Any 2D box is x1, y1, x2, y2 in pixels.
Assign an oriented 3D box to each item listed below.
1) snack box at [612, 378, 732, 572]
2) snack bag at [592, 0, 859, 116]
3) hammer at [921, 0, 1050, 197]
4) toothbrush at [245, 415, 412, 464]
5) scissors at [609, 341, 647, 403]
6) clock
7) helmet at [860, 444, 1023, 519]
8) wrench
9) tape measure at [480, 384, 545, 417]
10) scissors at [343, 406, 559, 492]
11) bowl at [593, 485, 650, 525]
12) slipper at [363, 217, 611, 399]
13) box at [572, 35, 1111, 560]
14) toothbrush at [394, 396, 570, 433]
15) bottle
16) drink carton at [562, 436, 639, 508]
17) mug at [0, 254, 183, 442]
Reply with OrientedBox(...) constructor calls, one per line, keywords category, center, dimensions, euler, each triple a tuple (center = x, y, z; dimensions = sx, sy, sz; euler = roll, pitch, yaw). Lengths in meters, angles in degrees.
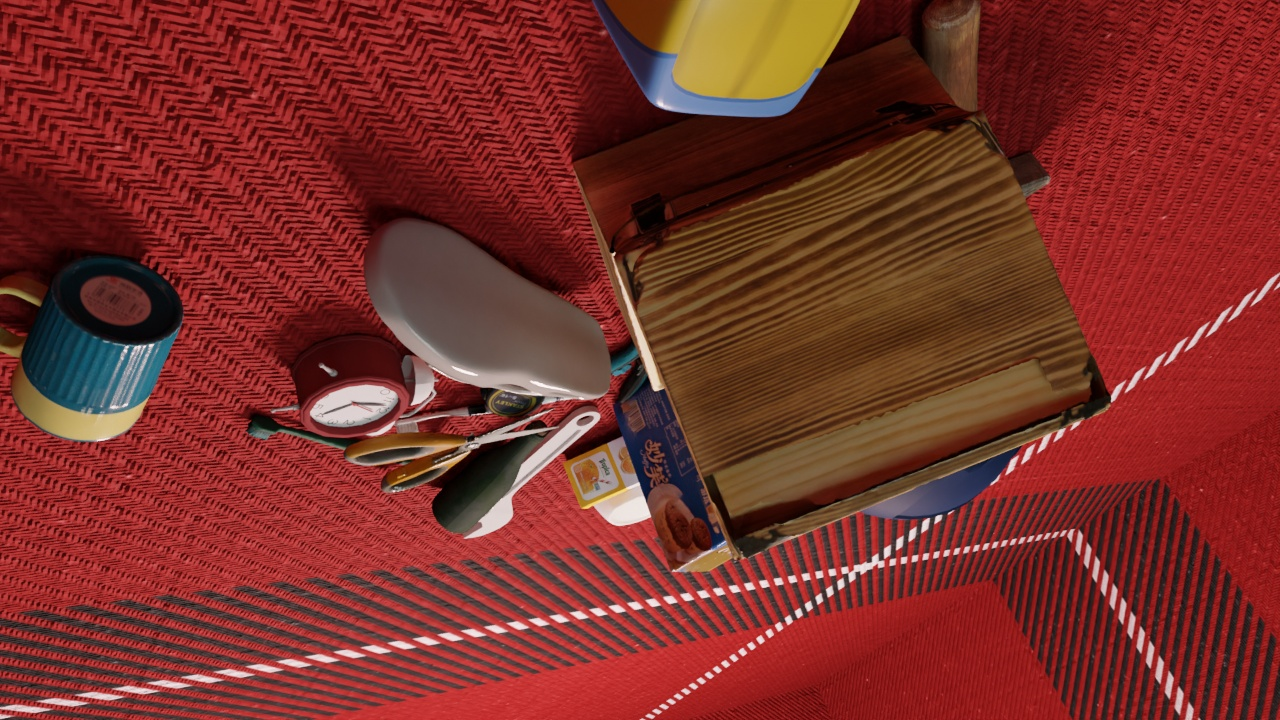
OrientedBox(category="snack box", center=(0.073, 0.099, 0.969), dimensions=(0.155, 0.202, 0.069), euler=(-37, 148, 29))
OrientedBox(category="snack bag", center=(0.051, -0.246, 0.435), dimensions=(0.102, 0.159, 0.206), euler=(-5, 145, -27))
OrientedBox(category="hammer", center=(0.275, -0.201, 0.787), dimensions=(0.158, 0.037, 0.301), euler=(-27, 151, 8))
OrientedBox(category="toothbrush", center=(-0.295, 0.081, 0.884), dimensions=(0.017, 0.016, 0.189), euler=(-37, 148, 19))
OrientedBox(category="scissors", center=(-0.007, 0.006, 0.955), dimensions=(0.154, 0.019, 0.124), euler=(-22, 151, 2))
OrientedBox(category="clock", center=(-0.241, 0.026, 0.797), dimensions=(0.096, 0.048, 0.137), euler=(-37, 147, 24))
OrientedBox(category="helmet", center=(0.268, 0.026, 0.892), dimensions=(0.272, 0.232, 0.223), euler=(-46, 170, -2))
OrientedBox(category="wrench", center=(-0.135, 0.136, 1.085), dimensions=(0.274, 0.018, 0.086), euler=(-41, 146, 27))
OrientedBox(category="tape measure", center=(-0.124, 0.027, 0.893), dimensions=(0.061, 0.034, 0.061), euler=(19, 128, -34))
OrientedBox(category="scissors", center=(-0.190, 0.084, 0.901), dimensions=(0.226, 0.016, 0.216), euler=(-25, 160, 18))
OrientedBox(category="bowl", center=(-0.012, 0.160, 1.157), dimensions=(0.116, 0.065, 0.116), euler=(-17, 151, -10))
OrientedBox(category="slipper", center=(-0.130, -0.024, 0.747), dimensions=(0.081, 0.112, 0.265), euler=(-17, 157, 33))
OrientedBox(category="box", center=(0.137, -0.037, 0.685), dimensions=(0.279, 0.323, 0.284), euler=(-20, 149, -1))
OrientedBox(category="toothbrush", center=(-0.155, 0.052, 0.931), dimensions=(0.186, 0.017, 0.012), euler=(-10, 180, -22))
OrientedBox(category="bottle", center=(-0.160, 0.123, 1.009), dimensions=(0.055, 0.055, 0.175), euler=(14, 131, -47))
OrientedBox(category="drink carton", center=(-0.022, 0.124, 1.089), dimensions=(0.122, 0.058, 0.040), euler=(-24, 169, 3))
OrientedBox(category="mug", center=(-0.379, -0.015, 0.614), dimensions=(0.113, 0.083, 0.108), euler=(29, 127, -21))
